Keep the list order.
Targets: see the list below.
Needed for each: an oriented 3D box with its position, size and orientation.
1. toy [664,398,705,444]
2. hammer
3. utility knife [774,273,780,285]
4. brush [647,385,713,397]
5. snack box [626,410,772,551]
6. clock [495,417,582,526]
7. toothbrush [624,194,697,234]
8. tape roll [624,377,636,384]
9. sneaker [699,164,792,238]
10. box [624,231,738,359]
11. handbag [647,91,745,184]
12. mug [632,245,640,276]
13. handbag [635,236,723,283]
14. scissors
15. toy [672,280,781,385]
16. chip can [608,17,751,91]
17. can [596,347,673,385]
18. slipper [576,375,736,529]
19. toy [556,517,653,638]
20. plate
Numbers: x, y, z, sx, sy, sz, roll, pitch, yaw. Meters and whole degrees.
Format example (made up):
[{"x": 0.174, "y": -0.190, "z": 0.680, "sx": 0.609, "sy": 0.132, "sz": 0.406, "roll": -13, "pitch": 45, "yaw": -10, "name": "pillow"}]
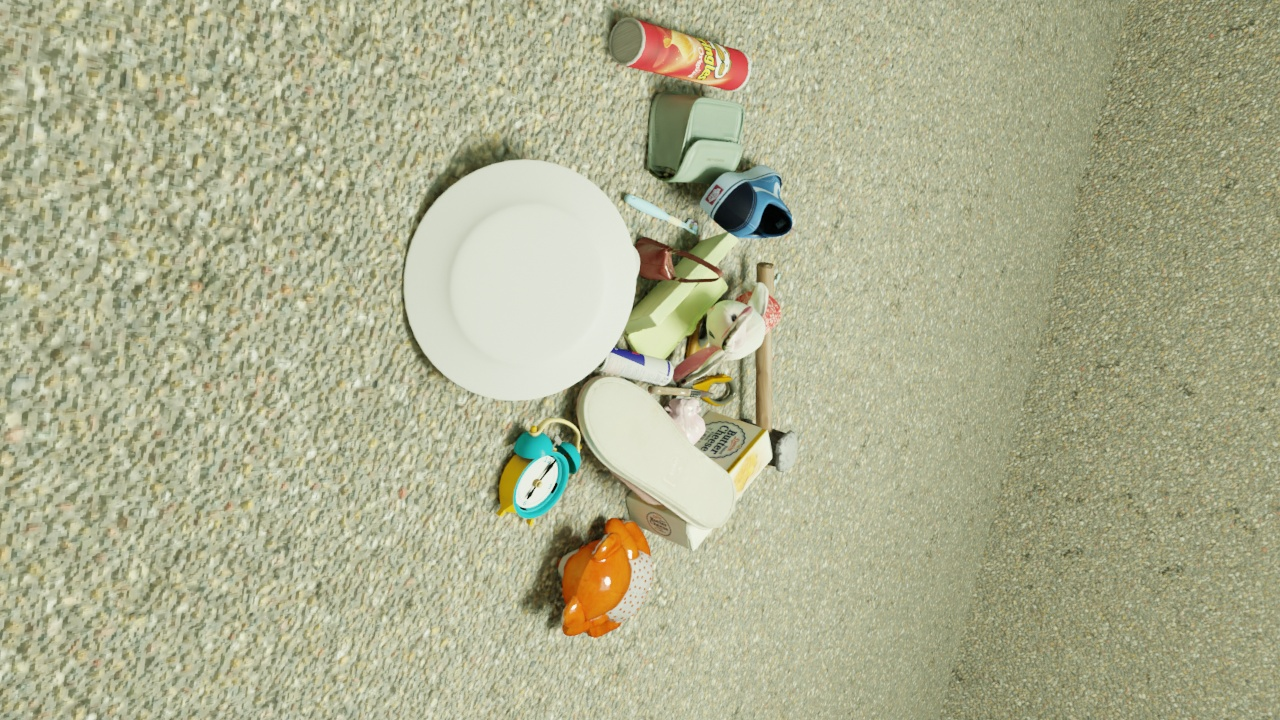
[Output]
[{"x": 0.055, "y": 0.105, "z": 1.244, "sx": 0.047, "sy": 0.063, "sz": 0.110, "roll": 87, "pitch": 8, "yaw": -88, "name": "toy"}, {"x": 0.183, "y": 0.013, "z": 1.365, "sx": 0.052, "sy": 0.098, "sz": 0.329, "roll": -28, "pitch": 122, "yaw": -44, "name": "hammer"}, {"x": 0.172, "y": -0.075, "z": 1.378, "sx": 0.161, "sy": 0.015, "sz": 0.022, "roll": -56, "pitch": 143, "yaw": -25, "name": "utility knife"}, {"x": 0.051, "y": 0.041, "z": 1.205, "sx": 0.151, "sy": 0.039, "sz": 0.012, "roll": 7, "pitch": 88, "yaw": -62, "name": "brush"}, {"x": 0.086, "y": 0.163, "z": 1.283, "sx": 0.207, "sy": 0.104, "sz": 0.057, "roll": -43, "pitch": 135, "yaw": -35, "name": "snack box"}, {"x": -0.116, "y": 0.126, "z": 1.057, "sx": 0.099, "sy": 0.044, "sz": 0.129, "roll": 31, "pitch": 86, "yaw": -53, "name": "clock"}, {"x": 0.027, "y": -0.182, "z": 1.138, "sx": 0.154, "sy": 0.016, "sz": 0.022, "roll": 11, "pitch": 63, "yaw": -55, "name": "toothbrush"}, {"x": -0.021, "y": 0.081, "z": 1.182, "sx": 0.092, "sy": 0.016, "sz": 0.091, "roll": -56, "pitch": 141, "yaw": -21, "name": "tape roll"}, {"x": 0.155, "y": -0.192, "z": 1.189, "sx": 0.084, "sy": 0.098, "sz": 0.240, "roll": -51, "pitch": 171, "yaw": 23, "name": "sneaker"}, {"x": 0.050, "y": -0.084, "z": 1.182, "sx": 0.187, "sy": 0.066, "sz": 0.128, "roll": -48, "pitch": 157, "yaw": -29, "name": "box"}, {"x": 0.071, "y": -0.268, "z": 1.117, "sx": 0.121, "sy": 0.067, "sz": 0.106, "roll": -12, "pitch": 115, "yaw": -51, "name": "handbag"}, {"x": -0.057, "y": -0.134, "z": 1.005, "sx": 0.097, "sy": 0.079, "sz": 0.111, "roll": 39, "pitch": 44, "yaw": -52, "name": "mug"}, {"x": 0.048, "y": -0.114, "z": 1.104, "sx": 0.029, "sy": 0.120, "sz": 0.055, "roll": -39, "pitch": 133, "yaw": -37, "name": "handbag"}, {"x": 0.081, "y": 0.007, "z": 1.288, "sx": 0.224, "sy": 0.016, "sz": 0.230, "roll": 4, "pitch": 102, "yaw": -51, "name": "scissors"}, {"x": 0.130, "y": -0.049, "z": 1.229, "sx": 0.160, "sy": 0.084, "sz": 0.193, "roll": -45, "pitch": -179, "yaw": 44, "name": "toy"}, {"x": 0.050, "y": -0.353, "z": 1.067, "sx": 0.214, "sy": 0.052, "sz": 0.052, "roll": -9, "pitch": 111, "yaw": -51, "name": "chip can"}, {"x": -0.007, "y": 0.007, "z": 1.123, "sx": 0.095, "sy": 0.032, "sz": 0.032, "roll": 14, "pitch": 93, "yaw": -25, "name": "can"}, {"x": 0.017, "y": 0.119, "z": 1.151, "sx": 0.274, "sy": 0.055, "sz": 0.114, "roll": 43, "pitch": 64, "yaw": -25, "name": "slipper"}, {"x": -0.050, "y": 0.280, "z": 1.174, "sx": 0.163, "sy": 0.093, "sz": 0.172, "roll": -65, "pitch": 156, "yaw": -6, "name": "toy"}, {"x": -0.111, "y": -0.075, "z": 0.910, "sx": 0.242, "sy": 0.016, "sz": 0.243, "roll": -7, "pitch": 107, "yaw": -24, "name": "plate"}]
